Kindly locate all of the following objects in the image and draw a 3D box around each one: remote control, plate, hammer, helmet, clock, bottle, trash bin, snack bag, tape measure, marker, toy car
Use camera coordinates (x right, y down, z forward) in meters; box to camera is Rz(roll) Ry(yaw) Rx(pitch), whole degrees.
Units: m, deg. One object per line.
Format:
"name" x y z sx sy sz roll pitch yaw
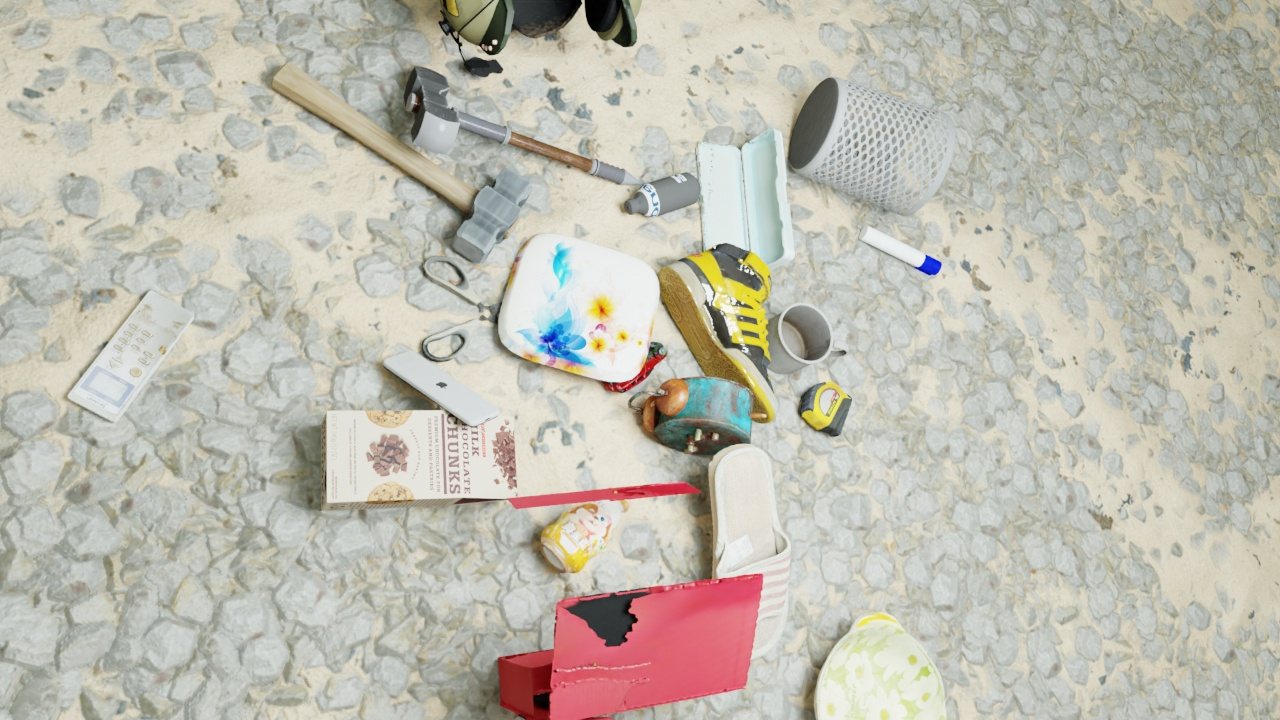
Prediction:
"remote control" -0.221 0.030 1.011 0.147 0.008 0.045 30 32 25
"remote control" -0.520 -0.005 0.940 0.050 0.011 0.135 31 65 -12
"plate" -0.071 -0.071 1.125 0.187 0.016 0.186 16 61 -7
"hammer" -0.288 -0.248 1.097 0.323 0.051 0.117 33 62 -9
"helmet" -0.130 -0.461 1.097 0.249 0.256 0.233 -14 84 -28
"clock" 0.061 0.070 1.112 0.157 0.121 0.073 14 65 -14
"bottle" -0.062 0.192 1.052 0.108 0.063 0.063 -40 92 -29
"trash bin" 0.327 -0.311 1.323 0.183 0.157 0.156 15 69 -16
"hammer" -0.136 -0.271 1.156 0.321 0.043 0.156 13 34 -30
"snack bag" -0.236 0.108 0.998 0.206 0.070 0.094 1 74 -23
"tape measure" 0.248 0.062 1.240 0.064 0.037 0.065 30 63 -13
"bottle" 0.028 -0.218 1.224 0.112 0.047 0.047 -22 84 -27
"marker" 0.389 -0.164 1.377 0.133 0.027 0.023 23 67 -13
"toy car" -0.007 0.007 1.143 0.091 0.042 0.036 -39 122 -22

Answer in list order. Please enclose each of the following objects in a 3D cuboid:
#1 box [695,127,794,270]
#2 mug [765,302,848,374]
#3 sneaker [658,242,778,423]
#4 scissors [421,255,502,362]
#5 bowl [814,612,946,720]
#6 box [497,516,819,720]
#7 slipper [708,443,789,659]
"box" 0.143 -0.219 1.261 0.122 0.078 0.197 -2 73 -4
"mug" 0.218 -0.023 1.234 0.113 0.071 0.084 20 67 -17
"sneaker" 0.132 -0.043 1.188 0.121 0.086 0.238 -33 92 -25
"scissors" -0.200 -0.056 1.095 0.170 0.013 0.157 40 64 -8
"bowl" 0.285 0.426 1.135 0.188 0.060 0.219 6 72 -21
"box" 0.005 0.284 0.883 0.211 0.379 0.123 -1 59 -23
"slipper" 0.130 0.231 1.088 0.114 0.052 0.263 -9 98 -27
